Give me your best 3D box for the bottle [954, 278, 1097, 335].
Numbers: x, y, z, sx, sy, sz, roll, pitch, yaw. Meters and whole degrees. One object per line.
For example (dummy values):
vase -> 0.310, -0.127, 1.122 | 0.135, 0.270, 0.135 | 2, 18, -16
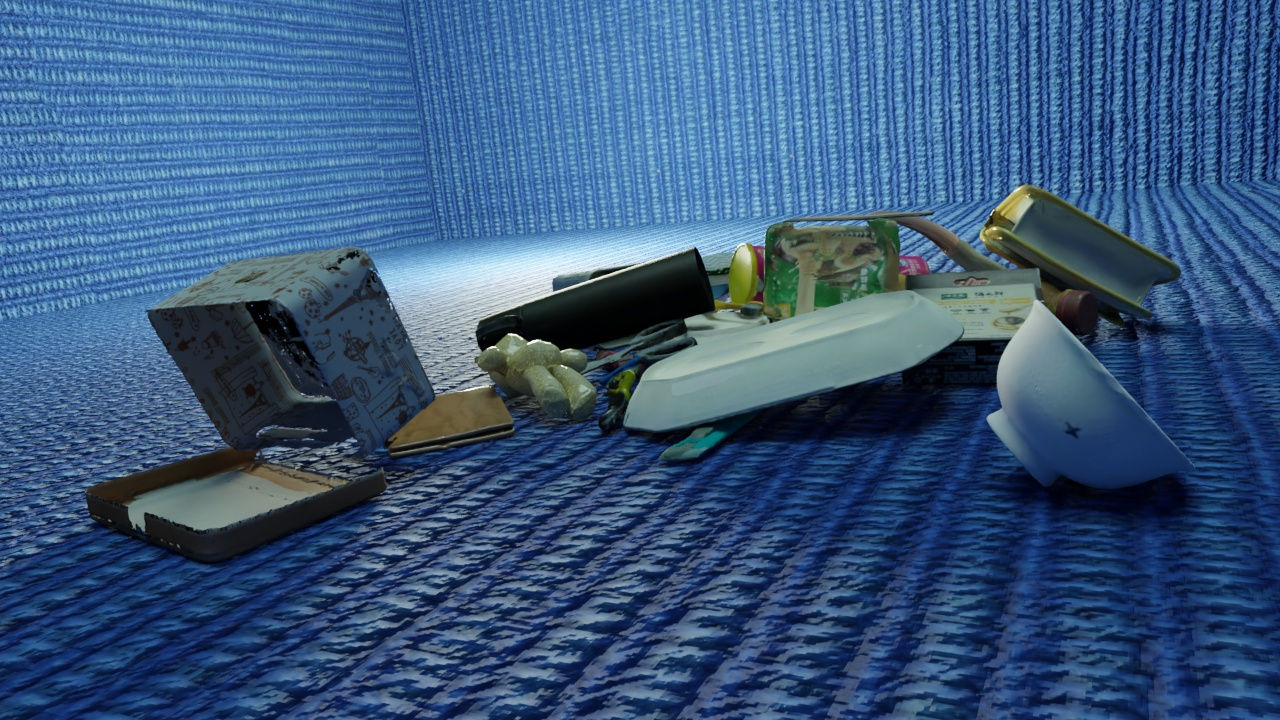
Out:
bottle -> 0.343, -0.051, 0.881 | 0.057, 0.057, 0.175 | -15, 15, -35

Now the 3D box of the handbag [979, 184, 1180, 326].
handbag -> 0.413, -0.093, 0.905 | 0.163, 0.063, 0.178 | 33, 3, 7

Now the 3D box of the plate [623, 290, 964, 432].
plate -> 0.109, -0.004, 0.707 | 0.266, 0.034, 0.161 | -16, 10, 16

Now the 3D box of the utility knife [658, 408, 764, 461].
utility knife -> 0.060, 0.047, 0.675 | 0.029, 0.013, 0.156 | 1, 14, 30

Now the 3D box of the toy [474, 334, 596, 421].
toy -> -0.090, 0.015, 0.803 | 0.105, 0.066, 0.157 | -5, 17, -29

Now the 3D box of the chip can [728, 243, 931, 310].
chip can -> 0.207, -0.087, 1.002 | 0.210, 0.071, 0.071 | 1, 10, -15

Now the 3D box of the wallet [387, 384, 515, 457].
wallet -> -0.162, 0.050, 0.764 | 0.101, 0.020, 0.115 | -11, 16, -17

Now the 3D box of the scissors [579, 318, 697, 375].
scissors -> -0.022, -0.004, 0.873 | 0.176, 0.014, 0.159 | 0, 26, 39

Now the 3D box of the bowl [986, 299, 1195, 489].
bowl -> 0.233, 0.031, 0.505 | 0.065, 0.118, 0.118 | -43, 0, 19

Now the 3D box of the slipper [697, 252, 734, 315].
slipper -> 0.047, -0.077, 1.135 | 0.103, 0.074, 0.246 | -13, -2, -25

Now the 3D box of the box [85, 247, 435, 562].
box -> -0.277, 0.037, 0.624 | 0.183, 0.156, 0.192 | 0, 30, 36

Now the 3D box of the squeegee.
squeegee -> 0.307, -0.113, 0.929 | 0.249, 0.040, 0.248 | 20, 0, -20

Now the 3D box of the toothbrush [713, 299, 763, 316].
toothbrush -> 0.071, -0.058, 0.992 | 0.018, 0.016, 0.192 | -21, 16, -30

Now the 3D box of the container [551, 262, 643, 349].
container -> -0.044, -0.066, 1.086 | 0.090, 0.090, 0.114 | -12, 10, -29

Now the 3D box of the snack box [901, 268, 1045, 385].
snack box -> 0.279, -0.029, 0.769 | 0.113, 0.053, 0.125 | -1, 25, 19

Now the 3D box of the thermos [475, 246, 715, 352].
thermos -> -0.050, -0.050, 0.942 | 0.243, 0.068, 0.090 | -17, -8, 11

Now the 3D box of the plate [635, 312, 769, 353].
plate -> 0.078, -0.024, 0.953 | 0.164, 0.034, 0.163 | -7, 11, -5

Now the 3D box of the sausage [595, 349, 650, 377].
sausage -> -0.005, 0.005, 0.891 | 0.020, 0.020, 0.156 | -13, 14, -31

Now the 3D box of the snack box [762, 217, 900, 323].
snack box -> 0.180, -0.064, 0.855 | 0.118, 0.117, 0.105 | 2, -4, 16

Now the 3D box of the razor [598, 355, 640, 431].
razor -> -0.018, 0.032, 0.765 | 0.043, 0.022, 0.142 | -35, 11, 12
